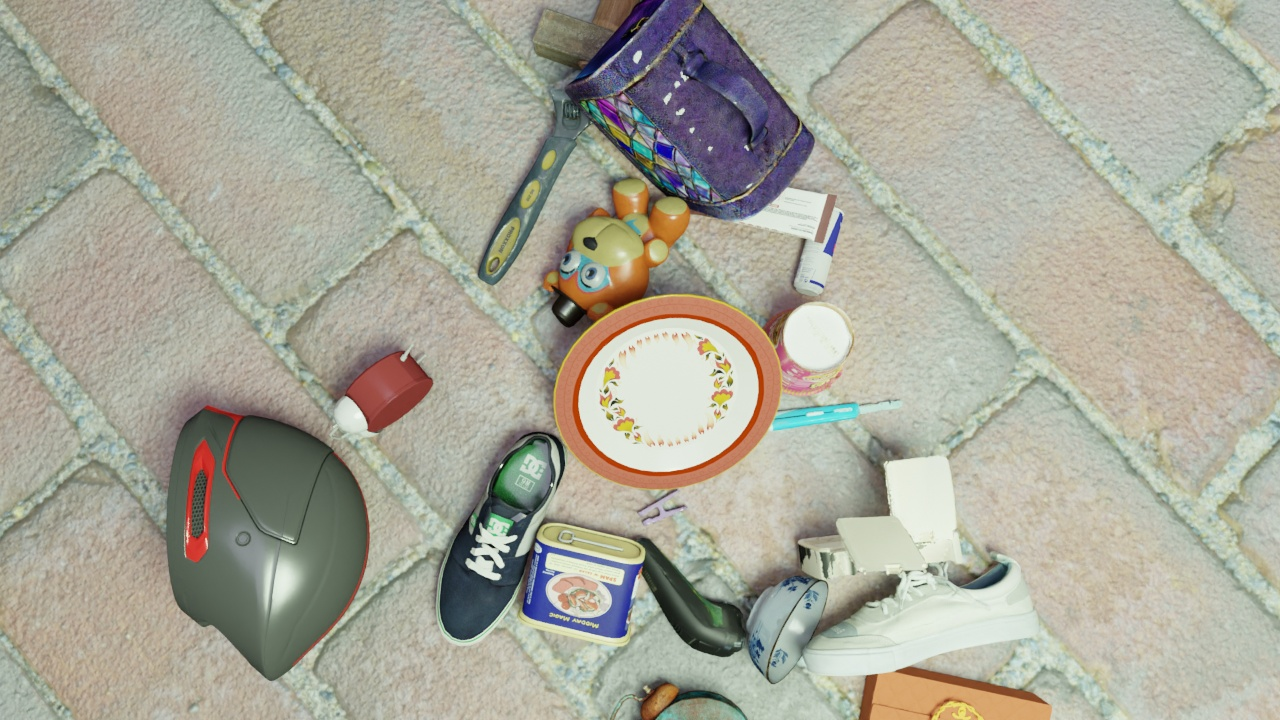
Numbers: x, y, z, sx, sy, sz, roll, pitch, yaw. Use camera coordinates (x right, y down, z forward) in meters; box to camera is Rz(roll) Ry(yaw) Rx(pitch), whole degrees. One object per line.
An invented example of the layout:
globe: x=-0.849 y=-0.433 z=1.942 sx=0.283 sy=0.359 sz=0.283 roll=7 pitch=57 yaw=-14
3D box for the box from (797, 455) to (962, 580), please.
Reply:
box: x=0.235 y=0.148 z=0.869 sx=0.143 sy=0.193 sz=0.106 roll=-6 pitch=85 yaw=-7

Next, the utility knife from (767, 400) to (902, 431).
utility knife: x=0.204 y=0.055 z=0.975 sx=0.151 sy=0.015 sz=0.022 roll=-9 pitch=57 yaw=-2

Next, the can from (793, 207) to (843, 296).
can: x=0.191 y=-0.118 z=0.987 sx=0.032 sy=0.032 sz=0.095 roll=16 pitch=83 yaw=3

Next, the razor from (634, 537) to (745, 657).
razor: x=0.048 y=0.240 z=0.942 sx=0.067 sy=0.054 sz=0.151 roll=-33 pitch=74 yaw=-30

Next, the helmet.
helmet: x=-0.352 y=0.172 z=0.893 sx=0.170 sy=0.164 sz=0.264 roll=-1 pitch=74 yaw=-10

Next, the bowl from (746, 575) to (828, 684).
bowl: x=0.138 y=0.259 z=0.912 sx=0.045 sy=0.114 sz=0.114 roll=25 pitch=83 yaw=31

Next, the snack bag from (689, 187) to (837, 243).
snack bag: x=0.128 y=-0.169 z=0.992 sx=0.158 sy=0.013 sz=0.057 roll=15 pitch=84 yaw=17

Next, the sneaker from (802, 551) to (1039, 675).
sneaker: x=0.272 y=0.249 z=0.916 sx=0.242 sy=0.089 sz=0.090 roll=-11 pitch=83 yaw=-7

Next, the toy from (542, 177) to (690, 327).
toy: x=-0.028 y=-0.107 z=0.961 sx=0.112 sy=0.096 sz=0.176 roll=31 pitch=89 yaw=32

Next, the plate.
plate: x=0.027 y=0.034 z=0.920 sx=0.229 sy=0.021 sz=0.230 roll=-4 pitch=121 yaw=-6

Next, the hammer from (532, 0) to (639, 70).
hammer: x=0.006 y=-0.458 z=1.031 sx=0.158 sy=0.037 sz=0.300 roll=20 pitch=84 yaw=3

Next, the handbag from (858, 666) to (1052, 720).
handbag: x=0.309 y=0.375 z=0.913 sx=0.172 sy=0.060 sz=0.109 roll=11 pitch=87 yaw=2

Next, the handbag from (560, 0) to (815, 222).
handbag: x=0.049 y=-0.249 z=0.891 sx=0.205 sy=0.222 sz=0.125 roll=42 pitch=84 yaw=-27

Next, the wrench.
wrench: x=-0.102 y=-0.204 z=0.994 sx=0.073 sy=0.022 sz=0.273 roll=28 pitch=91 yaw=3

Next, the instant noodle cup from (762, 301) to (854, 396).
instant noodle cup: x=0.172 y=-0.016 z=0.937 sx=0.098 sy=0.108 sz=0.097 roll=0 pitch=82 yaw=1

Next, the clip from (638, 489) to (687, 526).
clip: x=0.022 y=0.155 z=0.966 sx=0.052 sy=0.013 sz=0.035 roll=-23 pitch=82 yaw=1

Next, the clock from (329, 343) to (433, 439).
clock: x=-0.268 y=0.038 z=0.948 sx=0.124 sy=0.087 sz=0.044 roll=-40 pitch=83 yaw=-7

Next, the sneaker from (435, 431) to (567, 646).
sneaker: x=-0.146 y=0.180 z=0.932 sx=0.084 sy=0.079 sz=0.235 roll=24 pitch=84 yaw=3

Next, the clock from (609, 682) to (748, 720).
clock: x=0.043 y=0.385 z=0.906 sx=0.157 sy=0.073 sz=0.121 roll=20 pitch=83 yaw=4

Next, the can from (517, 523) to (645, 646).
can: x=-0.058 y=0.223 z=0.922 sx=0.116 sy=0.056 sz=0.092 roll=13 pitch=102 yaw=2
